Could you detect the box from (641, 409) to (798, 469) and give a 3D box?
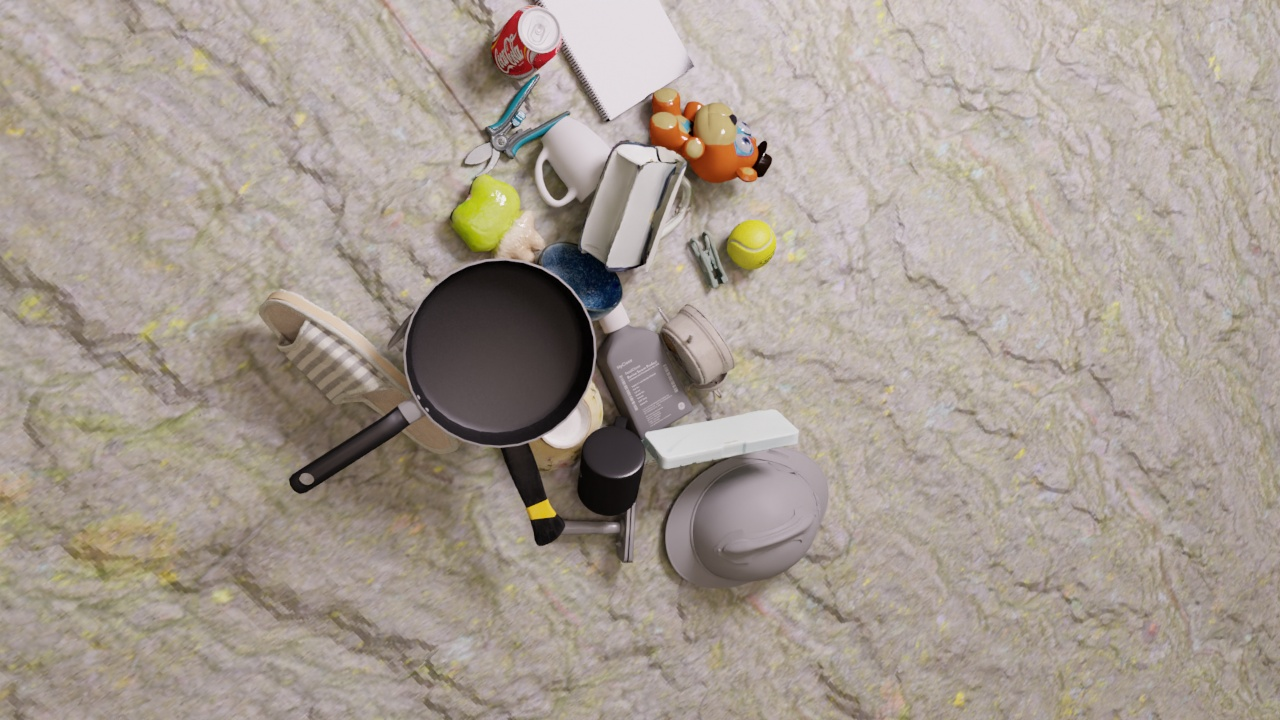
[{"bbox_3d":[0.094,0.112,1.195,0.197,0.126,0.074,-8,68,-22],"label":"box"}]

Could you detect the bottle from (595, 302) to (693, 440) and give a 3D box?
[{"bbox_3d":[-0.007,0.007,1.188,0.083,0.046,0.174,-29,104,-19],"label":"bottle"}]

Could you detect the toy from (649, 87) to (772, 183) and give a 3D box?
[{"bbox_3d":[0.087,-0.283,1.185,0.176,0.096,0.112,28,42,-24],"label":"toy"}]

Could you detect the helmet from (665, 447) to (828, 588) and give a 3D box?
[{"bbox_3d":[0.175,0.221,1.239,0.270,0.118,0.183,-18,100,-23],"label":"helmet"}]

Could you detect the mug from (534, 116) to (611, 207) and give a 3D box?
[{"bbox_3d":[-0.089,-0.240,1.125,0.107,0.071,0.089,-44,98,-17],"label":"mug"}]

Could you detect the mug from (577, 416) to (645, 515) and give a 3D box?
[{"bbox_3d":[-0.035,0.125,1.157,0.078,0.088,0.113,11,49,0],"label":"mug"}]

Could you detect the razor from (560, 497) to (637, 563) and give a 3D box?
[{"bbox_3d":[-0.064,0.215,1.184,0.116,0.047,0.088,3,92,-15],"label":"razor"}]

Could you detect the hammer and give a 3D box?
[{"bbox_3d":[-0.160,0.065,1.041,0.169,0.034,0.324,-22,104,-12],"label":"hammer"}]

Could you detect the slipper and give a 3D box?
[{"bbox_3d":[-0.312,0.025,1.028,0.272,0.115,0.053,44,57,-27],"label":"slipper"}]

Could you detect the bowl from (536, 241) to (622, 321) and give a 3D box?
[{"bbox_3d":[-0.085,-0.085,1.134,0.114,0.114,0.061,22,129,-20],"label":"bowl"}]

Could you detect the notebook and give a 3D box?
[{"bbox_3d":[-0.040,-0.430,1.165,0.148,0.016,0.207,-37,106,-18],"label":"notebook"}]

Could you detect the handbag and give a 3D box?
[{"bbox_3d":[0.019,-0.189,1.145,0.175,0.074,0.151,-14,134,-52],"label":"handbag"}]

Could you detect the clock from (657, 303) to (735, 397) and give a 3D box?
[{"bbox_3d":[0.076,-0.001,1.204,0.061,0.103,0.157,-36,131,-10],"label":"clock"}]

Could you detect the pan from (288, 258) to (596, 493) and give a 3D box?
[{"bbox_3d":[-0.214,0.032,0.981,0.355,0.044,0.204,-33,107,-7],"label":"pan"}]

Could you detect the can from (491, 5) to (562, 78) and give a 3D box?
[{"bbox_3d":[-0.134,-0.374,1.079,0.064,0.105,0.064,-1,94,-23],"label":"can"}]

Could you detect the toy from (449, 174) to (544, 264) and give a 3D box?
[{"bbox_3d":[-0.168,-0.163,1.113,0.117,0.043,0.092,37,77,-23],"label":"toy"}]

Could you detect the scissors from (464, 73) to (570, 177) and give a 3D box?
[{"bbox_3d":[-0.148,-0.287,1.126,0.124,0.019,0.156,6,93,-21],"label":"scissors"}]

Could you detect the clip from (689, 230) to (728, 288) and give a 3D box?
[{"bbox_3d":[0.092,-0.135,1.234,0.042,0.023,0.076,-30,106,-20],"label":"clip"}]

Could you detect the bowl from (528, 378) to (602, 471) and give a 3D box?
[{"bbox_3d":[-0.104,0.071,1.142,0.145,0.063,0.145,-2,95,-23],"label":"bowl"}]

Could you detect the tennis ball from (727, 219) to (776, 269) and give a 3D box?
[{"bbox_3d":[0.150,-0.156,1.233,0.065,0.065,0.065,-1,94,-23],"label":"tennis ball"}]
